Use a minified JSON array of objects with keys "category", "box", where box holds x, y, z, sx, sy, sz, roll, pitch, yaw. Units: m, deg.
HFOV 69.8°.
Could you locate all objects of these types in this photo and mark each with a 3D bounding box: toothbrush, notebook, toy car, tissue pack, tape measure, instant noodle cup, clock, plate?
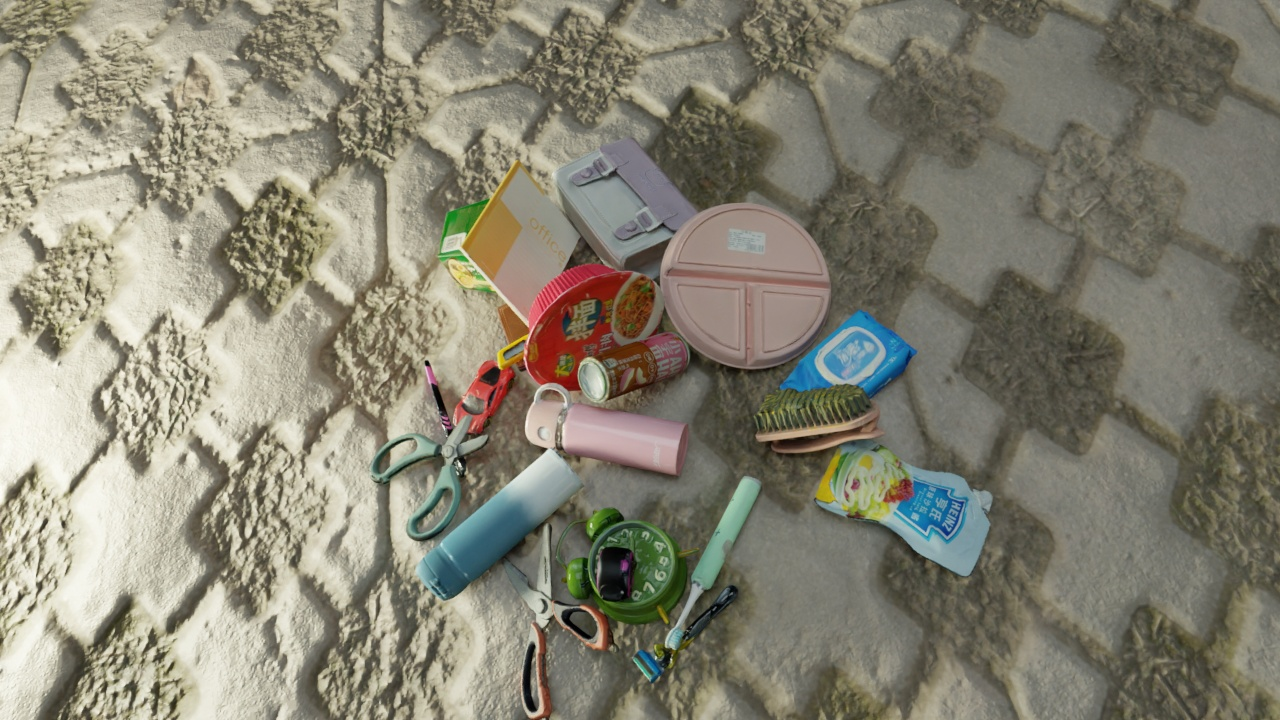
[{"category":"toothbrush","box":[0.083,0.229,1.055,0.027,0.026,0.224,0,50,49]},{"category":"notebook","box":[-0.154,-0.157,1.220,0.010,0.146,0.205,-20,33,34]},{"category":"toothbrush","box":[-0.258,0.071,1.209,0.014,0.018,0.189,4,50,-39]},{"category":"toy car","box":[-0.207,0.048,1.206,0.049,0.031,0.106,21,69,20]},{"category":"tissue pack","box":[0.258,0.009,1.140,0.157,0.052,0.095,-40,63,-12]},{"category":"tape measure","box":[-0.025,0.232,0.997,0.039,0.057,0.057,2,78,7]},{"category":"instant noodle cup","box":[-0.067,-0.051,1.150,0.193,0.194,0.066,-30,53,-8]},{"category":"clock","box":[-0.022,0.235,1.061,0.161,0.056,0.116,17,65,18]},{"category":"plate","box":[0.140,-0.102,1.188,0.229,0.028,0.229,2,75,-8]}]

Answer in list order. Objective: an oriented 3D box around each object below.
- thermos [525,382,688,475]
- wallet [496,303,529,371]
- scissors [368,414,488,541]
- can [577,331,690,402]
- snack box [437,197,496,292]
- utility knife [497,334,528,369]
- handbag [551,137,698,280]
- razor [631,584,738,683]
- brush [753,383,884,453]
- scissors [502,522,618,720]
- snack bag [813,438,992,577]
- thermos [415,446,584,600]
[{"category":"thermos","box":[-0.042,0.083,1.132,0.199,0.087,0.067,11,21,14]},{"category":"wallet","box":[-0.125,-0.048,1.245,0.124,0.032,0.101,-22,64,-3]},{"category":"scissors","box":[-0.277,0.133,1.165,0.179,0.019,0.173,20,79,25]},{"category":"can","box":[-0.007,0.007,1.141,0.147,0.058,0.058,-19,54,-41]},{"category":"snack box","box":[-0.215,-0.158,1.271,0.106,0.117,0.118,-4,59,12]},{"category":"utility knife","box":[-0.123,-0.033,1.213,0.154,0.015,0.033,-31,65,-7]},{"category":"handbag","box":[-0.015,-0.212,1.282,0.144,0.099,0.197,-30,62,-14]},{"category":"razor","box":[0.057,0.304,1.032,0.142,0.022,0.043,-39,40,-13]},{"category":"brush","box":[0.211,0.070,1.082,0.146,0.073,0.063,-10,23,31]},{"category":"scissors","box":[-0.106,0.296,1.034,0.223,0.015,0.189,28,96,46]},{"category":"snack bag","box":[0.307,0.162,1.061,0.191,0.039,0.110,23,57,19]},{"category":"thermos","box":[-0.170,0.197,1.102,0.220,0.070,0.070,-40,63,-12]}]
